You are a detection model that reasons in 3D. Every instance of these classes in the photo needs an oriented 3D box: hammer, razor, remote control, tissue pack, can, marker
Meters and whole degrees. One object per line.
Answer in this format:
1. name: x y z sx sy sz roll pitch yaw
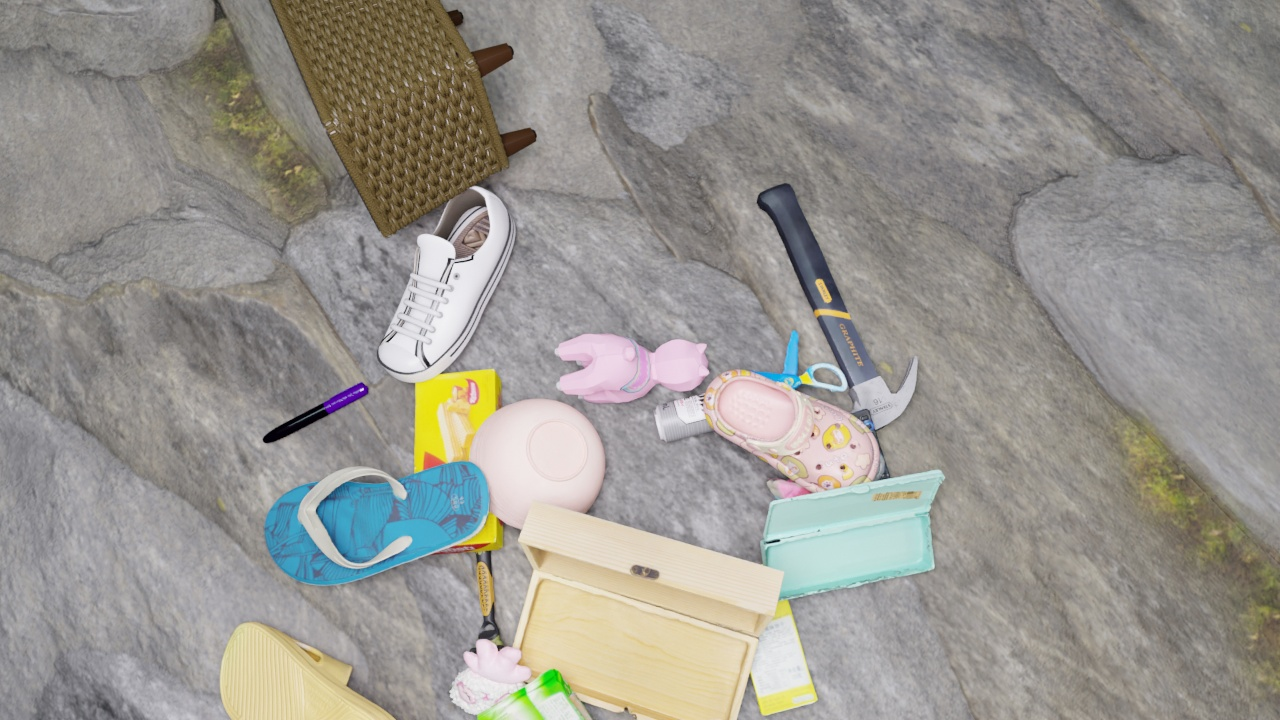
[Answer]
1. hammer: 0.209 -0.063 1.060 0.139 0.035 0.312 -22 76 -4
2. razor: -0.170 0.256 1.008 0.044 0.021 0.144 -12 76 18
3. remote control: 0.247 0.125 0.999 0.045 0.021 0.140 -18 92 -7
4. tissue pack: -0.100 0.377 0.941 0.099 0.034 0.114 -30 116 -4
5. can: 0.070 0.060 1.031 0.106 0.044 0.044 -14 76 0
6. marker: -0.379 0.061 1.071 0.134 0.015 0.018 -28 49 -4

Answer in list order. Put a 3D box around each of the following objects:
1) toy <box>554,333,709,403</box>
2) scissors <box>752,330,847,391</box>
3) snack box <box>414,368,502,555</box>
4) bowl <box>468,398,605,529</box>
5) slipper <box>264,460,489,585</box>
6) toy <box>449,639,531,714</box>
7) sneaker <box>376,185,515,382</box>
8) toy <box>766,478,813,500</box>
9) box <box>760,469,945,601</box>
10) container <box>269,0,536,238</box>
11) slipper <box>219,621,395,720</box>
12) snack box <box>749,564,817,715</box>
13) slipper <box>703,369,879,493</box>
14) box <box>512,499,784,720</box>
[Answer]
1. toy: -0.006 0.006 1.017 0.158 0.123 0.067 -9 75 17
2. scissors: 0.165 0.026 1.012 0.127 0.013 0.125 9 75 -1
3. snack box: -0.203 0.112 1.025 0.092 0.042 0.200 -5 70 2
4. bowl: -0.101 0.104 0.984 0.153 0.076 0.152 9 66 -21
5. slipper: -0.295 0.171 0.973 0.295 0.060 0.118 -14 75 20
6. toy: -0.154 0.337 0.954 0.096 0.041 0.109 15 117 5
7. sneaker: -0.226 -0.095 1.043 0.091 0.097 0.245 23 74 21
8. toy: 0.183 0.151 1.005 0.102 0.050 0.065 -7 96 -21
9. box: 0.218 0.177 0.955 0.187 0.055 0.138 -8 113 -10
10. container: -0.272 -0.337 1.044 0.205 0.177 0.320 -25 59 -8
11. slipper: -0.338 0.365 0.960 0.264 0.078 0.099 20 80 29
12. snack box: 0.137 0.295 0.979 0.061 0.026 0.148 -15 76 0
13. slipper: 0.157 0.067 0.953 0.197 0.081 0.093 29 79 14
14. box: -0.001 0.257 0.934 0.248 0.118 0.253 16 119 8
